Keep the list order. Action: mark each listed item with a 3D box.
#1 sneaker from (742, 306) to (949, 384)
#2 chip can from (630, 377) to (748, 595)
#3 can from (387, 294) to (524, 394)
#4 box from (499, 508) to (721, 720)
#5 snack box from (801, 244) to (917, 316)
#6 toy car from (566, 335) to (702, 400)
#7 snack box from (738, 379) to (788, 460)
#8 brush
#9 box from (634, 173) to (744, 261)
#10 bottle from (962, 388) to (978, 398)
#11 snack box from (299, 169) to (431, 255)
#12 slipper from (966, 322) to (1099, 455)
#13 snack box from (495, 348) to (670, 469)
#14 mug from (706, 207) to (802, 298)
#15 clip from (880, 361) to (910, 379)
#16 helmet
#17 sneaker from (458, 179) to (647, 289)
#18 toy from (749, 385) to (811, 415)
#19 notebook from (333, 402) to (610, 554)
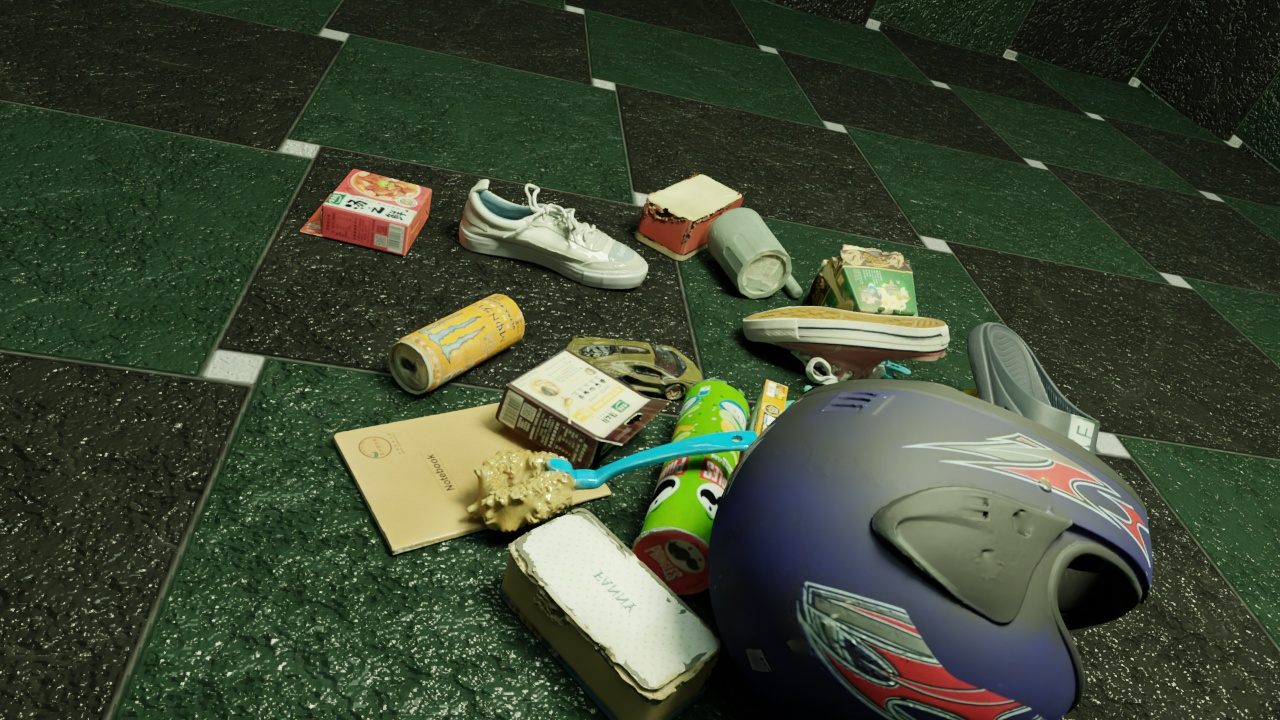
[{"bbox_3d":[0.234,-0.012,1.076,0.241,0.088,0.118,6,16,24],"label":"sneaker"},{"bbox_3d":[0.052,0.106,0.837,0.072,0.072,0.235,19,33,3],"label":"chip can"},{"bbox_3d":[-0.183,-0.019,0.928,0.058,0.058,0.145,30,36,19],"label":"can"},{"bbox_3d":[-0.021,0.196,0.689,0.089,0.059,0.184,-19,49,-40],"label":"box"},{"bbox_3d":[0.285,-0.066,1.167,0.118,0.118,0.105,5,47,-12],"label":"snack box"},{"bbox_3d":[-0.006,0.006,0.987,0.158,0.042,0.070,6,35,-20],"label":"toy car"},{"bbox_3d":[0.113,0.089,0.882,0.026,0.075,0.153,19,33,2],"label":"snack box"},{"bbox_3d":[-0.022,0.090,0.777,0.254,0.046,0.083,-11,31,-5],"label":"brush"},{"bbox_3d":[0.072,-0.214,1.301,0.091,0.080,0.167,31,36,19],"label":"box"},{"bbox_3d":[0.357,0.073,1.024,0.108,0.063,0.063,-20,48,-42],"label":"bottle"},{"bbox_3d":[-0.331,-0.185,1.117,0.127,0.044,0.113,13,34,-5],"label":"snack box"},{"bbox_3d":[0.427,0.061,0.981,0.110,0.084,0.267,13,54,-27],"label":"slipper"},{"bbox_3d":[-0.054,0.047,0.879,0.126,0.053,0.113,31,29,14],"label":"snack box"},{"bbox_3d":[0.160,-0.136,1.240,0.124,0.084,0.103,25,26,-36],"label":"mug"},{"bbox_3d":[0.302,0.011,1.127,0.056,0.043,0.014,26,32,14],"label":"clip"},{"bbox_3d":[0.202,0.170,0.661,0.315,0.248,0.239,22,62,-3],"label":"helmet"},{"bbox_3d":[-0.102,-0.162,1.142,0.242,0.091,0.089,15,35,-3],"label":"sneaker"},{"bbox_3d":[0.164,0.065,0.984,0.091,0.030,0.096,-3,45,-19],"label":"toy"},{"bbox_3d":[-0.149,0.094,0.824,0.207,0.008,0.148,-10,41,-34],"label":"notebook"}]
